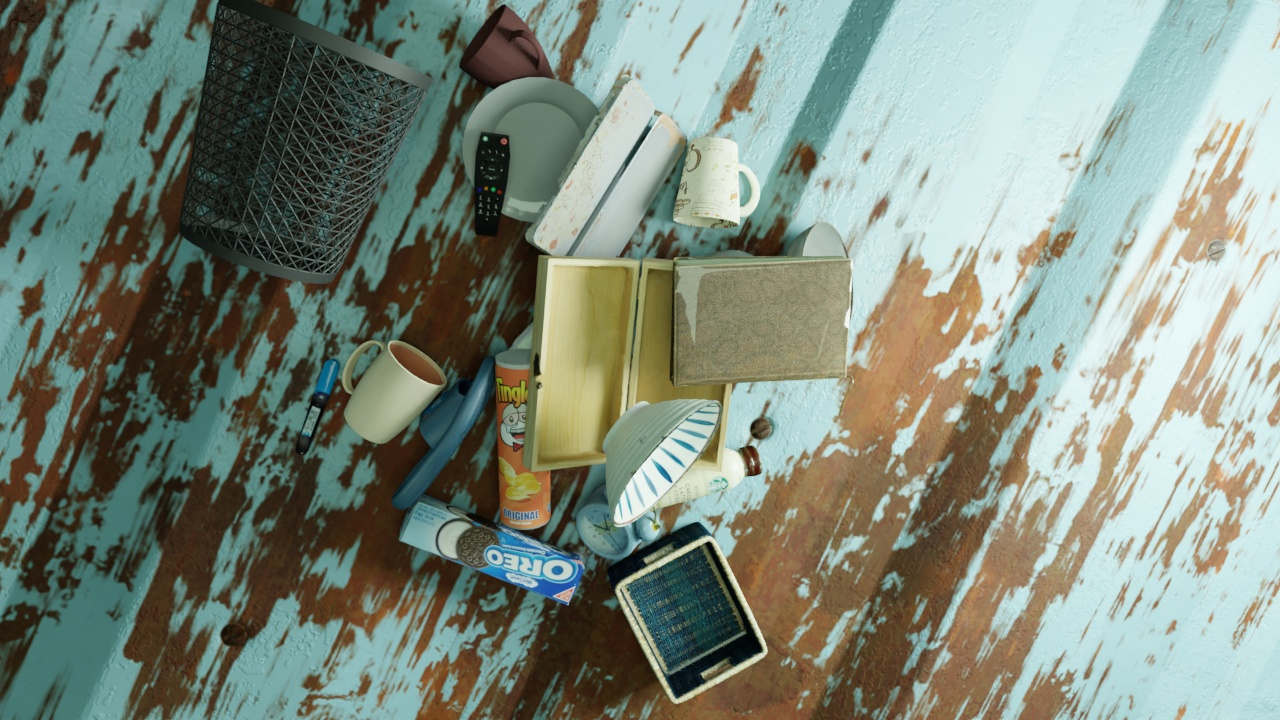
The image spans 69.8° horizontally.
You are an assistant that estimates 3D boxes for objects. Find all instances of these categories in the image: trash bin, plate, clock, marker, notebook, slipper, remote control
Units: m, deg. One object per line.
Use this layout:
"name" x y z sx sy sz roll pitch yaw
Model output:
"trash bin" -0.365 -0.225 0.969 0.217 0.217 0.243 20 100 -13
"plate" -0.121 -0.247 1.078 0.172 0.019 0.173 -3 121 -5
"clock" -0.026 0.195 1.134 0.089 0.051 0.125 49 128 -1
"marker" -0.386 0.056 1.096 0.018 0.015 0.123 21 96 -9
"notebook" 0.140 -0.026 1.054 0.215 0.034 0.190 -3 105 -11
"slipper" -0.237 0.083 1.085 0.059 0.104 0.214 34 95 -11
"remote control" -0.176 -0.206 1.077 0.039 0.010 0.125 5 120 -10

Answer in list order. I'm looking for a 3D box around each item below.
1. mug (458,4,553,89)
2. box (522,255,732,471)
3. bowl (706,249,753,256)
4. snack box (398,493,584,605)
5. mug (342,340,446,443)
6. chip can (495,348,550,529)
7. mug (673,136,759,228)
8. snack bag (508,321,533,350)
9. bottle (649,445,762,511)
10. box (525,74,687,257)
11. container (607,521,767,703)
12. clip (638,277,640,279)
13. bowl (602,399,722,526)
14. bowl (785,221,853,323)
"mug" -0.139 -0.343 1.040 0.088 0.114 0.087 34 74 -27
"box" -0.007 0.005 1.082 0.260 0.097 0.247 1 103 -22
"bowl" 0.115 -0.070 1.145 0.131 0.064 0.132 -1 98 -10
"snack box" -0.183 0.233 1.138 0.226 0.059 0.059 25 89 -13
"mug" -0.303 0.031 1.080 0.111 0.085 0.104 43 101 14
"chip can" -0.141 0.095 1.104 0.062 0.062 0.210 -2 109 -10
"mug" 0.101 -0.215 1.126 0.121 0.081 0.097 6 90 -33
"snack bag" -0.095 -0.003 1.131 0.116 0.036 0.077 42 89 -13
"bottle" 0.074 0.147 1.173 0.162 0.056 0.056 -14 100 -8
"box" -0.040 -0.207 1.070 0.148 0.043 0.216 31 92 -50
"container" 0.059 0.324 1.188 0.145 0.071 0.187 -27 102 -6
"clip" 0.016 -0.090 1.147 0.035 0.022 0.058 -45 105 -5
"bowl" 0.007 0.095 1.020 0.071 0.177 0.177 40 89 20
"bowl" 0.212 -0.097 1.145 0.057 0.150 0.151 -5 102 35
